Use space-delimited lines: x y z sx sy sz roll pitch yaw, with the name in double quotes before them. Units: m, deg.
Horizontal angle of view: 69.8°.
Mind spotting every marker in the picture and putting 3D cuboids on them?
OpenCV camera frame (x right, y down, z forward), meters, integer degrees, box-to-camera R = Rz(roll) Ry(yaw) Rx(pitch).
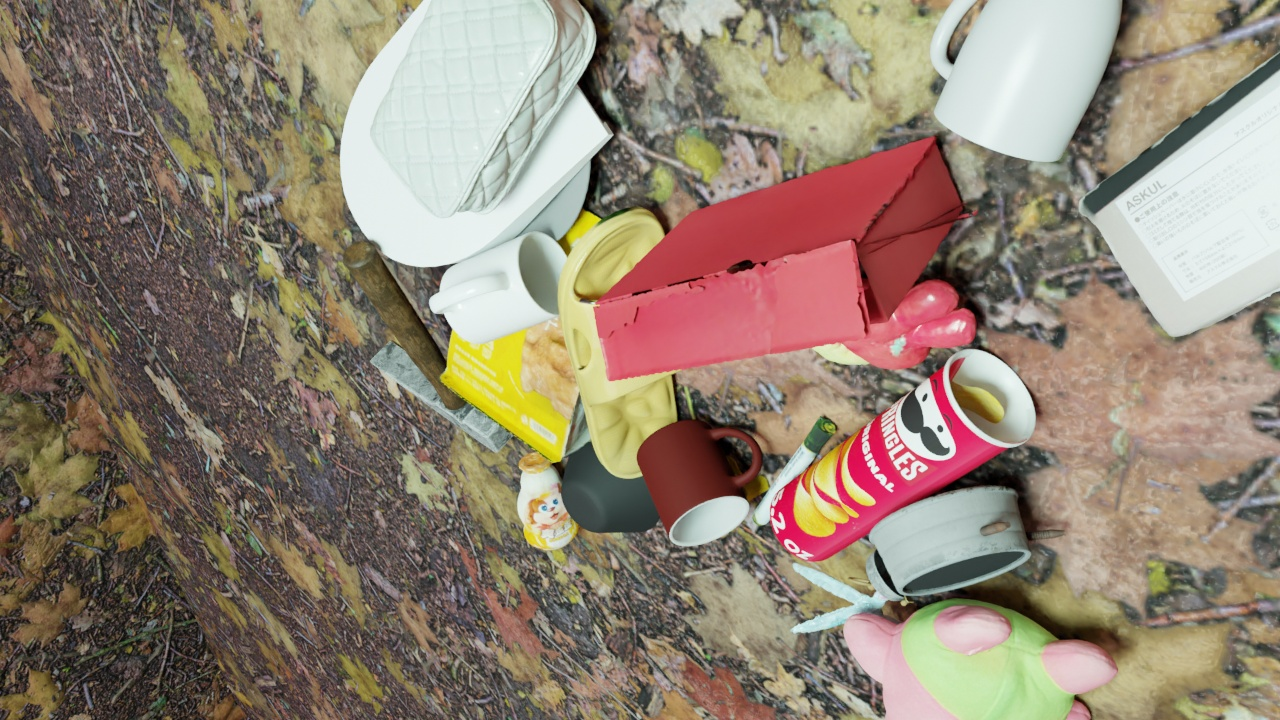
"marker" 0.126 0.096 0.771 0.017 0.017 0.147 41 139 16

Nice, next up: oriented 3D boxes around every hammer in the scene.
"hammer" -0.257 -0.034 0.961 0.218 0.037 0.301 30 158 27

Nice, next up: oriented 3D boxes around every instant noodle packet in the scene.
"instant noodle packet" -0.087 -0.044 0.849 0.163 0.084 0.222 33 122 25

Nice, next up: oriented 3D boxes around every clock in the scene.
"clock" 0.205 0.130 0.639 0.148 0.103 0.056 -38 53 36

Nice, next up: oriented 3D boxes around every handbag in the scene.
"handbag" -0.125 -0.215 0.707 0.139 0.072 0.195 50 120 19

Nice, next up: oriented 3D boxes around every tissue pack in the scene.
"tissue pack" 0.314 -0.088 0.425 0.182 0.071 0.104 -46 66 48

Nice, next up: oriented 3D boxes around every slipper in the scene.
"slipper" -0.005 0.004 0.765 0.078 0.099 0.264 48 152 47

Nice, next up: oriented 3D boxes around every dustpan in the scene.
"dustpan" -0.155 -0.194 0.801 0.258 0.053 0.191 -36 84 30

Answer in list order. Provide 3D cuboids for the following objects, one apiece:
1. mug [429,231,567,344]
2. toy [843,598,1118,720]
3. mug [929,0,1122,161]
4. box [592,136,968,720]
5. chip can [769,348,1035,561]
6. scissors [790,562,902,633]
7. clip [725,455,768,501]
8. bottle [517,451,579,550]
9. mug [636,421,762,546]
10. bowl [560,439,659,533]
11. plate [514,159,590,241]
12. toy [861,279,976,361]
"mug" -0.123 -0.058 0.768 0.091 0.110 0.074 -17 89 33
"toy" 0.241 0.252 0.694 0.192 0.096 0.237 23 134 6
"mug" 0.196 -0.170 0.484 0.107 0.071 0.090 57 141 44
"box" 0.097 0.052 0.586 0.213 0.147 0.374 -10 84 46
"chip can" 0.178 0.078 0.664 0.069 0.069 0.221 48 141 8
"scissors" 0.202 0.191 0.725 0.170 0.013 0.176 31 125 -6
"clip" 0.083 0.110 0.818 0.046 0.048 0.054 31 143 -11
"bottle" -0.105 0.153 1.005 0.063 0.063 0.109 15 127 38
"mug" 0.056 0.095 0.784 0.106 0.073 0.082 -39 51 19
"bowl" -0.044 0.138 0.942 0.124 0.052 0.124 25 132 31
"plate" -0.108 -0.183 0.792 0.179 0.012 0.178 14 114 35
"toy" 0.159 -0.025 0.613 0.091 0.045 0.135 29 159 -26
